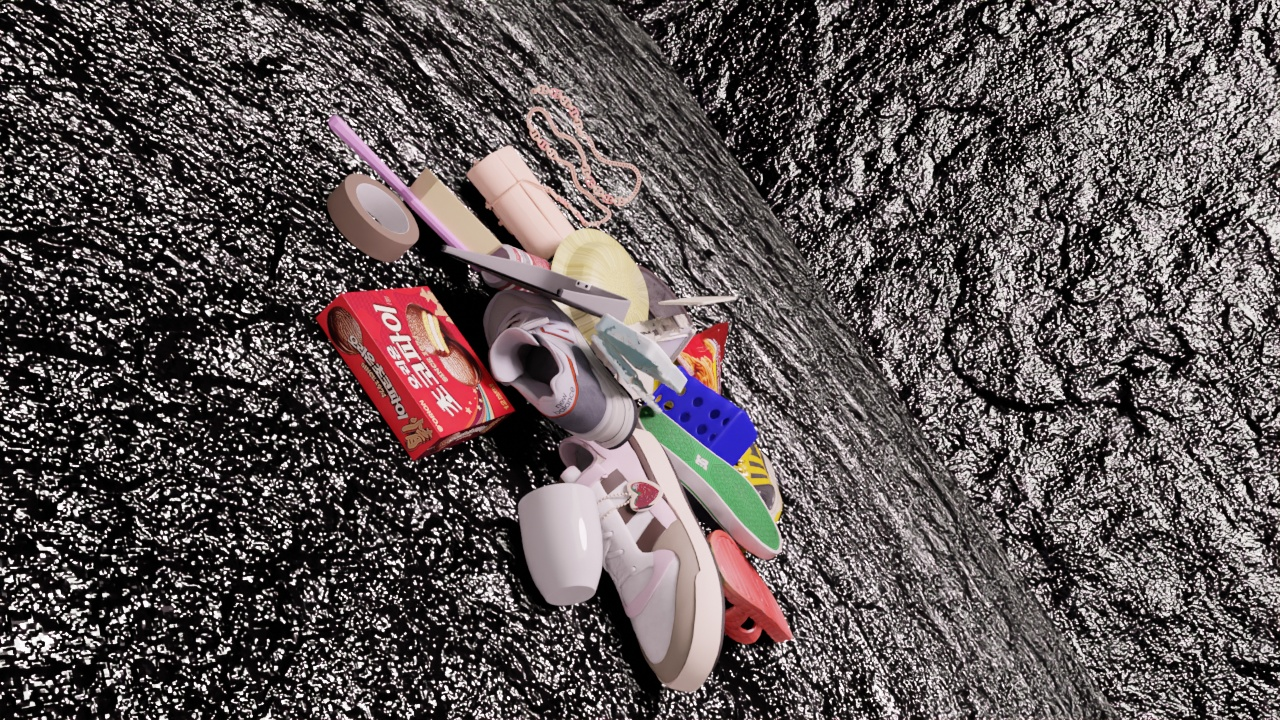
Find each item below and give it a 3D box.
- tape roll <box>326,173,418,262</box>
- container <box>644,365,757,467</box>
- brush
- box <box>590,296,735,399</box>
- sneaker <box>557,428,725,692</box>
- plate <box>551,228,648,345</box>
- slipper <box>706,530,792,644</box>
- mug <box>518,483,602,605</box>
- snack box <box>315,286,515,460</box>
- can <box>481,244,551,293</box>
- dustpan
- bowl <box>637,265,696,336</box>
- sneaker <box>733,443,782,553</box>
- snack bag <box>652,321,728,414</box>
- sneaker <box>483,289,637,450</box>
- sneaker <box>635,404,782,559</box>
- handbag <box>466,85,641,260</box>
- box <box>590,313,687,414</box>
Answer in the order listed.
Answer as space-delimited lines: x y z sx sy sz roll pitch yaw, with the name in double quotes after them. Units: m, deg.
-0.276 -0.148 0.951 0.093 0.030 0.093 43 22 -22 "tape roll"
0.075 0.080 1.157 0.113 0.085 0.084 35 -10 35 "container"
-0.246 -0.192 1.018 0.228 0.043 0.089 46 -2 -28 "brush"
0.023 -0.021 1.110 0.143 0.182 0.081 -13 61 -41 "box"
-0.014 0.176 0.886 0.116 0.112 0.293 11 42 -29 "sneaker"
-0.037 -0.085 1.183 0.184 0.036 0.184 17 67 -47 "plate"
0.107 0.266 1.029 0.249 0.059 0.103 51 12 -53 "slipper"
-0.064 0.174 0.823 0.107 0.071 0.089 71 6 -56 "mug"
-0.201 0.006 0.841 0.152 0.036 0.132 54 20 6 "snack box"
-0.147 -0.106 1.124 0.096 0.054 0.054 15 41 -58 "can"
-0.082 -0.080 1.033 0.163 0.033 0.257 22 0 29 "dustpan"
0.011 -0.066 1.371 0.145 0.067 0.144 43 22 -22 "bowl"
0.115 0.147 1.199 0.122 0.086 0.238 53 15 -13 "sneaker"
0.081 0.022 1.344 0.207 0.067 0.139 -22 114 -67 "snack bag"
-0.108 -0.009 0.923 0.240 0.089 0.124 42 8 31 "sneaker"
0.062 0.155 1.071 0.235 0.079 0.084 42 28 -5 "sneaker"
-0.124 -0.249 1.221 0.199 0.187 0.116 52 13 -11 "handbag"
-0.001 0.002 0.967 0.086 0.072 0.199 66 5 14 "box"
